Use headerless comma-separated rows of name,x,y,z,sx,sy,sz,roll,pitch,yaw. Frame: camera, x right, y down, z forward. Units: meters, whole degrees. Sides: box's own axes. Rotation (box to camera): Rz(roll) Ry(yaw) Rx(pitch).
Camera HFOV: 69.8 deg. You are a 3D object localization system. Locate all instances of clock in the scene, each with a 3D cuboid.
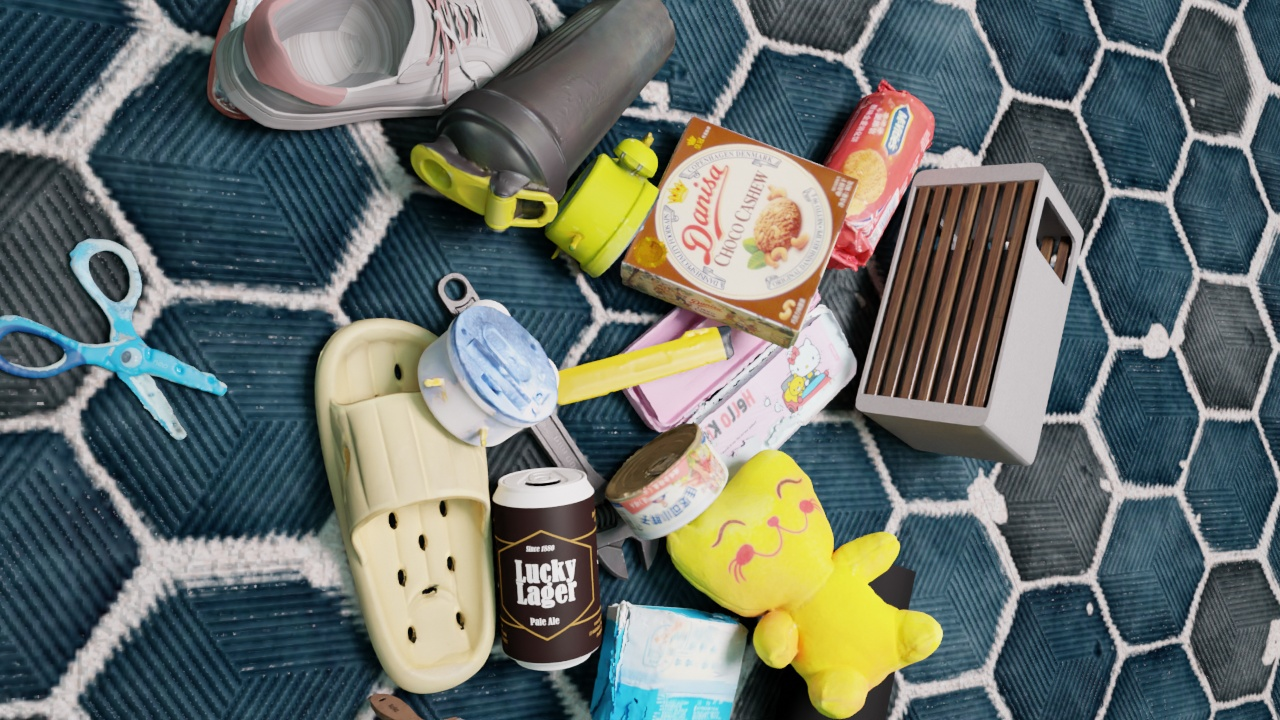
clock,-0.022,-0.119,0.687,0.057,0.083,0.119,36,74,-14
clock,-0.098,0.005,0.625,0.089,0.052,0.125,50,27,-10

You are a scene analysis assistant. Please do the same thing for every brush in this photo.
brush,-0.143,0.228,0.571,0.045,0.143,0.008,-14,95,-36
brush,-0.250,-0.244,0.607,0.041,0.030,0.172,13,81,-26

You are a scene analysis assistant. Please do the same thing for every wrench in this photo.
wrench,-0.069,0.052,0.690,0.073,0.018,0.273,-38,102,-24

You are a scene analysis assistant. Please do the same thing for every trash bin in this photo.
trash bin,0.291,-0.040,0.803,0.114,0.115,0.228,29,73,-45

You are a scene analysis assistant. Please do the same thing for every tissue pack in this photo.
tissue pack,0.021,0.230,0.685,0.144,0.062,0.092,25,76,-48

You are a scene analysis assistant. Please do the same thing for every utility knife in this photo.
utility knife,-0.004,0.004,0.690,0.159,0.017,0.030,-14,74,-13

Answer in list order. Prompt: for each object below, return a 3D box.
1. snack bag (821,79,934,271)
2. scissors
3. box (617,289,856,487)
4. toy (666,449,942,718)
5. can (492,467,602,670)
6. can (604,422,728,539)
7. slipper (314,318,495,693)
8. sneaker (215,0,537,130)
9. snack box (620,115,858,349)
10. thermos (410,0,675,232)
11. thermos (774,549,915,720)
snack bag,0.196,-0.157,0.806,0.082,0.082,0.176,38,72,-20
scissors,-0.330,0.001,0.564,0.117,0.013,0.140,-33,104,-25
box,0.085,0.005,0.761,0.200,0.037,0.153,-39,106,-24
toy,0.124,0.169,0.698,0.134,0.087,0.194,-39,70,-16
can,-0.065,0.145,0.647,0.071,0.072,0.128,-6,97,-27
can,0.019,0.088,0.674,0.086,0.086,0.043,-41,103,-23
slipper,-0.144,0.097,0.616,0.111,0.079,0.261,-10,92,-31
sneaker,-0.150,-0.213,0.605,0.235,0.090,0.099,-28,106,-35
snack box,0.077,-0.101,0.719,0.147,0.041,0.143,23,72,7
thermos,-0.057,-0.184,0.656,0.098,0.098,0.220,47,58,-17
thermos,0.163,0.262,0.757,0.086,0.086,0.198,20,78,-25
